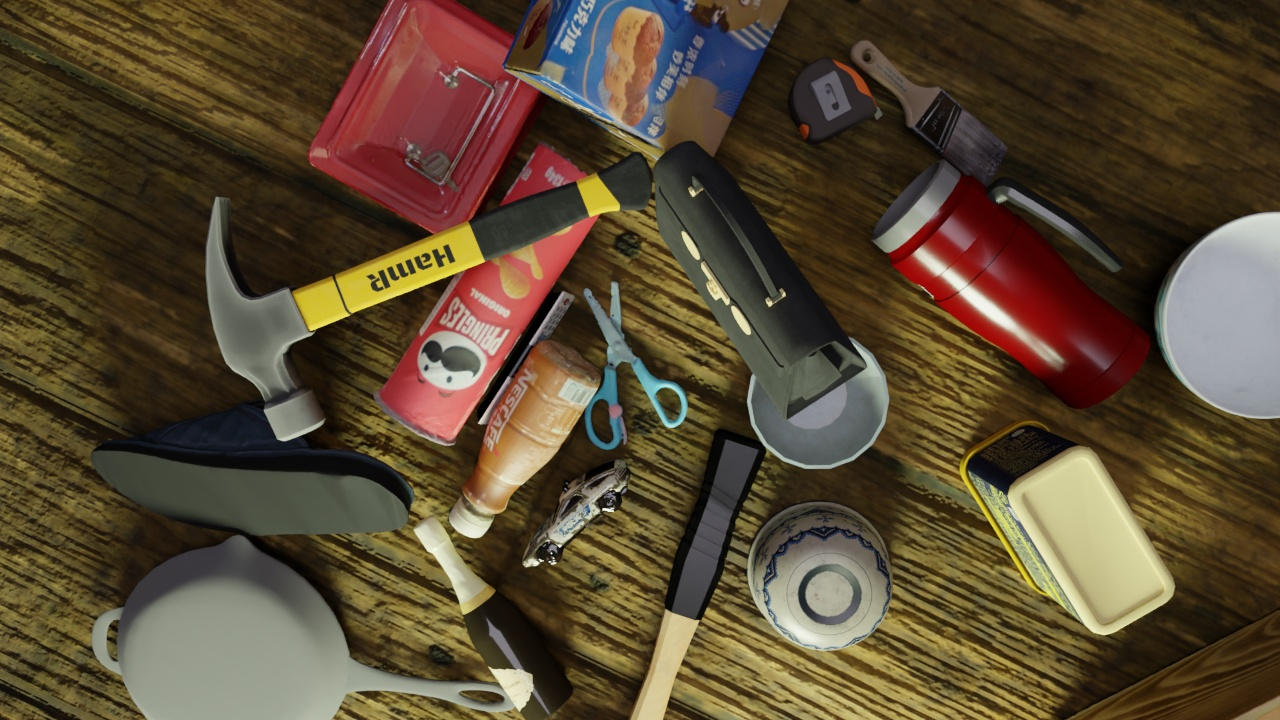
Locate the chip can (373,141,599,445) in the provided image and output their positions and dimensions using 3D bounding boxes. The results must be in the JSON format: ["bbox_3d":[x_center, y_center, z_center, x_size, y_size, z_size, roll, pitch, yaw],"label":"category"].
[{"bbox_3d":[-0.111,-0.051,0.704,0.073,0.073,0.233,34,95,0],"label":"chip can"}]

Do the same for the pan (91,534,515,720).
[{"bbox_3d":[-0.278,0.259,0.755,0.354,0.024,0.217,9,102,-1],"label":"pan"}]

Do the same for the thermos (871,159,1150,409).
[{"bbox_3d":[0.277,-0.062,0.669,0.198,0.083,0.108,39,131,-3],"label":"thermos"}]

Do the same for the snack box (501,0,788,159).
[{"bbox_3d":[0.019,-0.259,0.642,0.155,0.069,0.203,22,97,-37],"label":"snack box"}]

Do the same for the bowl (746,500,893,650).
[{"bbox_3d":[0.143,0.173,0.716,0.115,0.059,0.115,0,95,3],"label":"bowl"}]

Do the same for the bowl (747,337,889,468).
[{"bbox_3d":[0.135,0.028,0.713,0.106,0.039,0.106,0,95,3],"label":"bowl"}]

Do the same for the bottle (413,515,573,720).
[{"bbox_3d":[-0.123,0.204,0.739,0.045,0.045,0.184,-34,93,5],"label":"bottle"}]

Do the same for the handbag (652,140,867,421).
[{"bbox_3d":[0.070,-0.065,0.606,0.072,0.195,0.175,-34,73,5],"label":"handbag"}]

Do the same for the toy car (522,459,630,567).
[{"bbox_3d":[-0.054,0.119,0.726,0.113,0.048,0.040,-43,96,5],"label":"toy car"}]

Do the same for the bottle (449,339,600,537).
[{"bbox_3d":[-0.096,0.065,0.720,0.059,0.059,0.167,33,101,0],"label":"bottle"}]

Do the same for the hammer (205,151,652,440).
[{"bbox_3d":[-0.145,-0.077,0.645,0.324,0.034,0.170,-22,100,-2],"label":"hammer"}]

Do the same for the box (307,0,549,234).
[{"bbox_3d":[-0.153,-0.183,0.690,0.130,0.097,0.157,31,92,-5],"label":"box"}]

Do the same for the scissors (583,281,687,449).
[{"bbox_3d":[-0.003,0.001,0.732,0.095,0.015,0.142,-1,99,4],"label":"scissors"}]

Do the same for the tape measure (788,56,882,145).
[{"bbox_3d":[0.143,-0.198,0.693,0.058,0.038,0.059,-25,93,5],"label":"tape measure"}]

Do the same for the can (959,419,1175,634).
[{"bbox_3d":[0.313,0.120,0.680,0.075,0.104,0.135,-32,93,5],"label":"can"}]

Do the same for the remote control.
[{"bbox_3d":[-0.093,-0.003,0.729,0.012,0.028,0.124,35,96,13],"label":"remote control"}]

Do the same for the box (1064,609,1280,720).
[{"bbox_3d":[0.455,0.391,0.588,0.286,0.336,0.279,-30,95,7],"label":"box"}]

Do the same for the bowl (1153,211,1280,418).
[{"bbox_3d":[0.440,-0.034,0.674,0.144,0.074,0.144,0,95,3],"label":"bowl"}]

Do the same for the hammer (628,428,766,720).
[{"bbox_3d":[0.029,0.216,0.738,0.131,0.039,0.328,18,95,0],"label":"hammer"}]

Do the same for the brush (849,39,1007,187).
[{"bbox_3d":[0.217,-0.189,0.693,0.151,0.012,0.039,36,93,-10],"label":"brush"}]

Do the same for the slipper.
[{"bbox_3d":[-0.296,0.077,0.726,0.266,0.083,0.109,0,139,14],"label":"slipper"}]
